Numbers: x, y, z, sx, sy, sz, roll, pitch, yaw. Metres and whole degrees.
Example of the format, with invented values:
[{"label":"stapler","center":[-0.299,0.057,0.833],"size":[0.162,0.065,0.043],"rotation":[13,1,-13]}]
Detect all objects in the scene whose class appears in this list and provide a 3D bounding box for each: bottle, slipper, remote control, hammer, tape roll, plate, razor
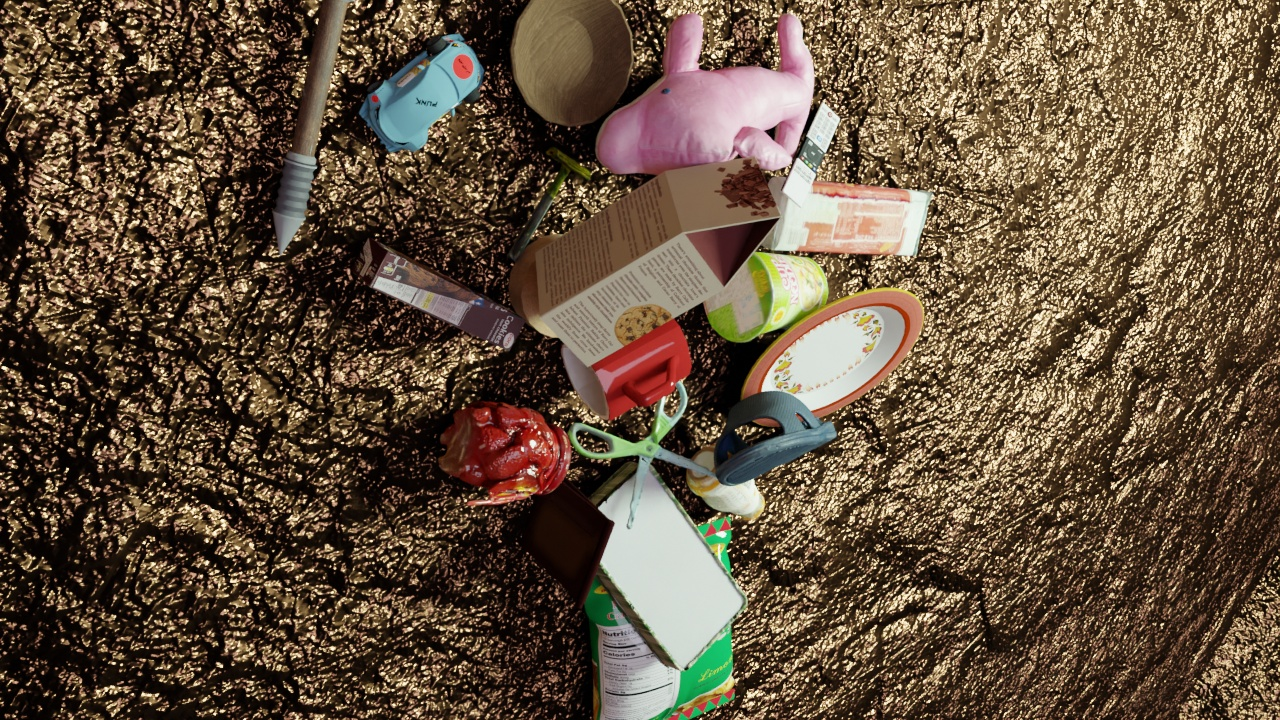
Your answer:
[{"label":"bottle","center":[-0.124,0.087,0.848],"size":[0.111,0.099,0.099],"rotation":[25,95,-45]},{"label":"slipper","center":[0.147,0.074,1.010],"size":[0.101,0.082,0.263],"rotation":[-31,167,24]},{"label":"remote control","center":[0.175,-0.212,0.950],"size":[0.028,0.012,0.124],"rotation":[36,65,-23]},{"label":"hammer","center":[-0.233,-0.234,0.680],"size":[0.155,0.043,0.323],"rotation":[8,108,-36]},{"label":"bottle","center":[0.101,0.143,1.047],"size":[0.063,0.063,0.108],"rotation":[-51,128,-6]},{"label":"tape roll","center":[-0.075,-0.070,0.860],"size":[0.093,0.027,0.094],"rotation":[-14,117,-29]},{"label":"plate","center":[0.214,-0.004,1.038],"size":[0.229,0.021,0.230],"rotation":[-18,146,-13]},{"label":"razor","center":[-0.090,-0.136,0.827],"size":[0.042,0.026,0.106],"rotation":[27,97,-41]}]

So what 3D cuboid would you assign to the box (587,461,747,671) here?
[{"label":"box","center":[0.015,0.217,0.974],"size":[0.117,0.050,0.205],"rotation":[-42,102,-23]}]

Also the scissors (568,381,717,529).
[{"label":"scissors","center":[0.008,0.092,0.952],"size":[0.171,0.021,0.171],"rotation":[20,65,-15]}]

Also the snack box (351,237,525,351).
[{"label":"snack box","center":[-0.171,-0.055,0.787],"size":[0.140,0.051,0.032],"rotation":[27,93,-39]}]

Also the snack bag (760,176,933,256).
[{"label":"snack bag","center":[0.231,-0.159,1.022],"size":[0.224,0.041,0.077],"rotation":[-3,112,-35]}]

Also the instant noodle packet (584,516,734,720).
[{"label":"instant noodle packet","center":[0.026,0.319,1.053],"size":[0.195,0.090,0.253],"rotation":[-13,111,-28]}]

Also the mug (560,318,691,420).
[{"label":"mug","center":[-0.005,0.005,0.883],"size":[0.096,0.116,0.080],"rotation":[-29,128,-21]}]

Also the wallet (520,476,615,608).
[{"label":"wallet","center":[-0.073,0.175,0.910],"size":[0.018,0.116,0.091],"rotation":[13,102,-39]}]

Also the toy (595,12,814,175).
[{"label":"toy","center":[0.084,-0.216,0.844],"size":[0.264,0.128,0.187],"rotation":[-27,132,-32]}]

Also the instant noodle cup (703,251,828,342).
[{"label":"instant noodle cup","center":[0.137,-0.073,0.966],"size":[0.107,0.099,0.099],"rotation":[-8,114,-39]}]

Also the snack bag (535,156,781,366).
[{"label":"snack bag","center":[0.017,-0.094,0.773],"size":[0.207,0.094,0.070],"rotation":[-29,129,16]}]

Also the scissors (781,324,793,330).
[{"label":"scissors","center":[0.191,-0.025,1.066],"size":[0.169,0.012,0.133],"rotation":[-20,118,-30]}]

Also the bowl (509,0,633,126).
[{"label":"bowl","center":[-0.063,-0.262,0.784],"size":[0.117,0.030,0.118],"rotation":[-14,117,-29]}]

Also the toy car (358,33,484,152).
[{"label":"toy car","center":[-0.169,-0.214,0.735],"size":[0.107,0.027,0.060],"rotation":[-44,127,-11]}]
